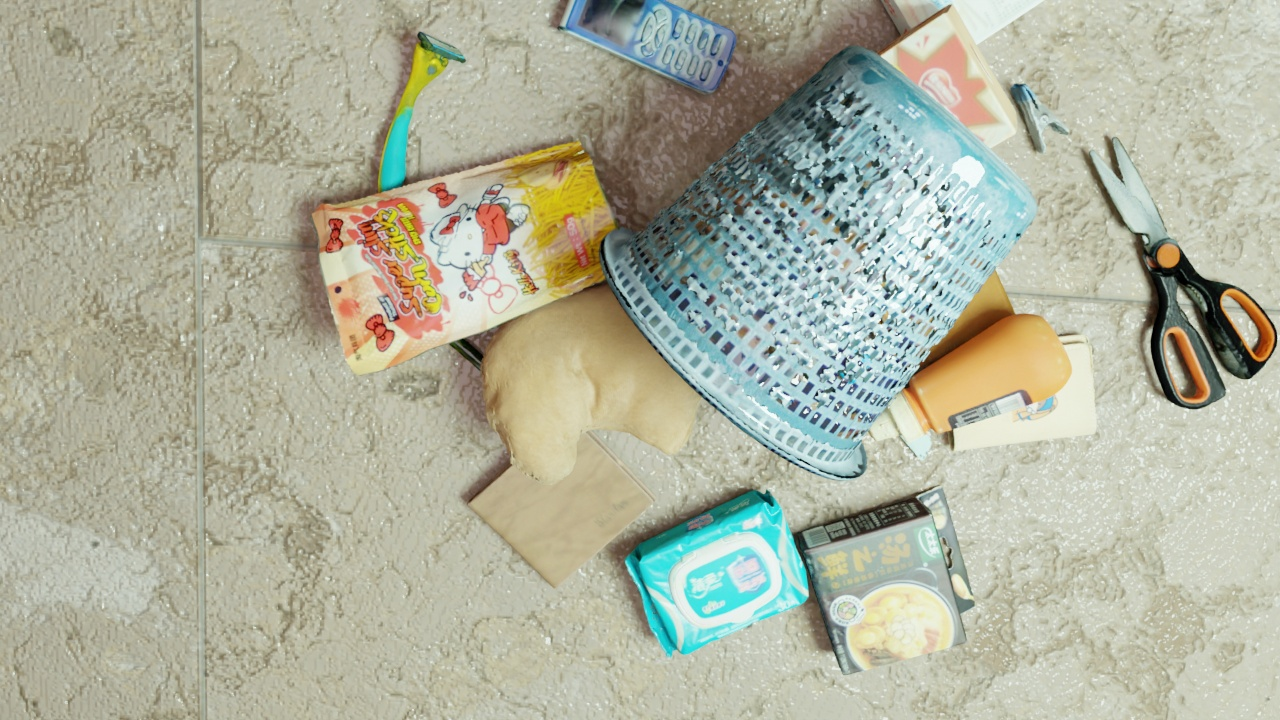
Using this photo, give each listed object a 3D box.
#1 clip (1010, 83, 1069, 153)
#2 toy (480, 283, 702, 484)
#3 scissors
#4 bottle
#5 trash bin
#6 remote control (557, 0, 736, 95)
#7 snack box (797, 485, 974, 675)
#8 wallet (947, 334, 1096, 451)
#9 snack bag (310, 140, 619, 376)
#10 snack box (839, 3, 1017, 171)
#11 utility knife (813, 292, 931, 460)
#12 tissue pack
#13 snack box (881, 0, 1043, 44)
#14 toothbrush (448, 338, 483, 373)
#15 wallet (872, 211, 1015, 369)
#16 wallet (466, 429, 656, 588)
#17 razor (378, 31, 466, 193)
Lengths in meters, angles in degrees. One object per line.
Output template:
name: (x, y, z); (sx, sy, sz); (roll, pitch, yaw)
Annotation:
clip: (0.297, -0.184, 0.690); (0.026, 0.024, 0.056); (-40, 105, 7)
toy: (-0.004, 0.004, 0.671); (0.226, 0.082, 0.143); (-13, 77, -4)
scissors: (0.424, -0.076, 0.717); (0.161, 0.022, 0.234); (-9, 96, -7)
bottle: (0.239, 0.021, 0.687); (0.150, 0.066, 0.067); (-28, 100, 13)
trash bin: (0.121, -0.072, 0.571); (0.226, 0.226, 0.195); (39, 110, -8)
remote control: (0.006, -0.238, 0.667); (0.125, 0.024, 0.049); (22, 98, -7)
snack box: (0.202, 0.176, 0.736); (0.126, 0.053, 0.113); (-18, 100, 6)
wallet: (0.300, 0.023, 0.724); (0.115, 0.024, 0.087); (-7, 97, 1)
snack bag: (-0.122, -0.080, 0.654); (0.208, 0.073, 0.128); (-18, 80, -5)
snack box: (0.196, -0.179, 0.642); (0.095, 0.076, 0.093); (-29, 101, 30)
utility knife: (0.165, 0.001, 0.717); (0.034, 0.018, 0.203); (-39, 100, 8)
tissue pack: (0.061, 0.168, 0.725); (0.133, 0.050, 0.093); (-25, 100, 2)
snack box: (0.256, -0.288, 0.668); (0.157, 0.027, 0.085); (-33, 100, 3)
toothbrush: (-0.123, 0.006, 0.709); (0.186, 0.012, 0.017); (42, 106, -8)
wallet: (0.214, -0.067, 0.701); (0.108, 0.031, 0.132); (-28, 99, -1)
wallet: (-0.062, 0.110, 0.720); (0.115, 0.020, 0.101); (-43, 100, 12)
razor: (-0.168, -0.170, 0.669); (0.028, 0.043, 0.133); (26, 103, 20)
